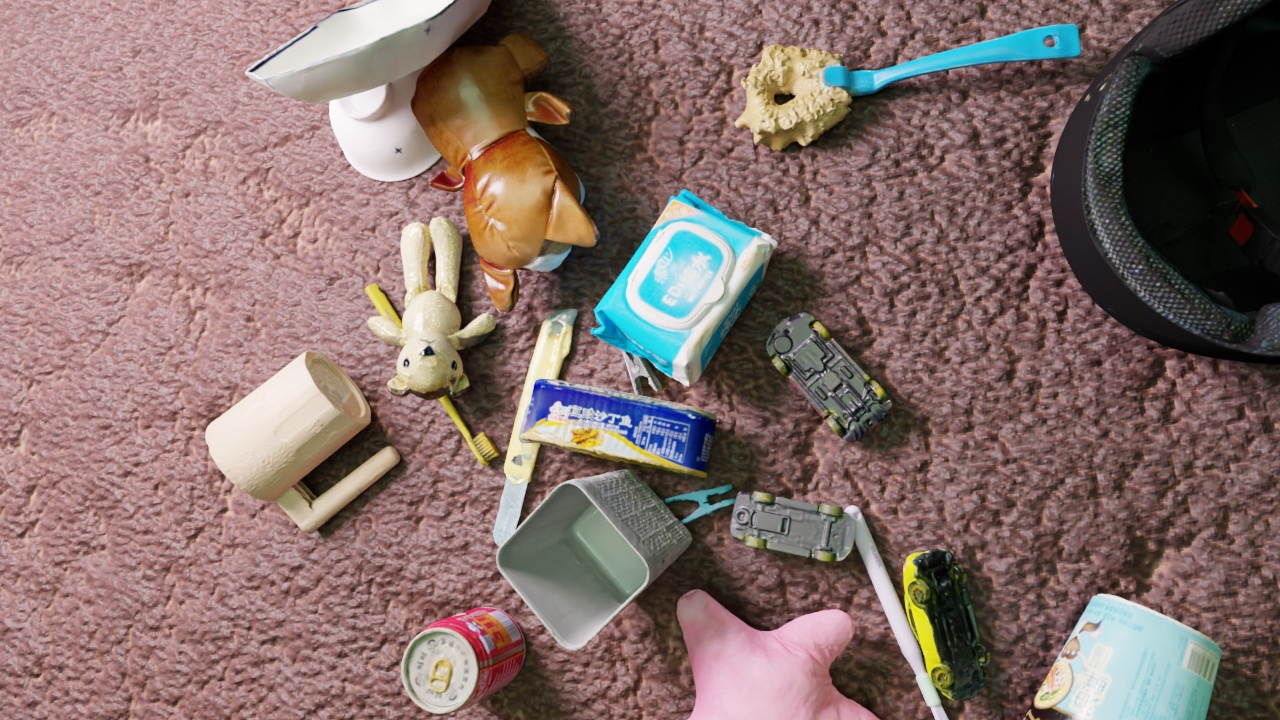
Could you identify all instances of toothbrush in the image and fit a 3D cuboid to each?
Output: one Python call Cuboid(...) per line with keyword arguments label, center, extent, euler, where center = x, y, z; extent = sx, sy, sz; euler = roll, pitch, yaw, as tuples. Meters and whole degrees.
Cuboid(label="toothbrush", center=(0.191, 0.194, 0.666), extent=(0.029, 0.021, 0.189), euler=(-18, 76, -21))
Cuboid(label="toothbrush", center=(-0.177, 0.009, 0.776), extent=(0.016, 0.015, 0.190), euler=(-37, 77, 2))

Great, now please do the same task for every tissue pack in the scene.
Cuboid(label="tissue pack", center=(0.033, -0.056, 0.698), extent=(0.090, 0.063, 0.140), euler=(31, 75, 13))

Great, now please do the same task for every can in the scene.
Cuboid(label="can", center=(-0.017, 0.052, 0.705), extent=(0.148, 0.074, 0.049), euler=(10, 82, 13))
Cuboid(label="can", center=(-0.134, 0.227, 0.699), extent=(0.066, 0.093, 0.066), euler=(-2, 83, 13))

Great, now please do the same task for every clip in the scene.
Cuboid(label="clip", center=(0.047, 0.111, 0.713), extent=(0.056, 0.014, 0.040), euler=(-21, 80, 9))
Cuboid(label="clip", center=(-0.002, 0.003, 0.732), extent=(0.033, 0.025, 0.057), euler=(-23, 83, 15))

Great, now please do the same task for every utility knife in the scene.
Cuboid(label="utility knife", center=(-0.089, 0.055, 0.754), extent=(0.031, 0.021, 0.207), euler=(13, 91, 20))

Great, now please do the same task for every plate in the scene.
Cuboid(label="plate", center=(-0.197, -0.259, 0.725), extent=(0.162, 0.265, 0.034), euler=(-10, 122, 15))

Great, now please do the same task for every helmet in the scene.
Cuboid(label="helmet", center=(0.388, -0.116, 0.553), extent=(0.275, 0.230, 0.233), euler=(-17, 89, 1))

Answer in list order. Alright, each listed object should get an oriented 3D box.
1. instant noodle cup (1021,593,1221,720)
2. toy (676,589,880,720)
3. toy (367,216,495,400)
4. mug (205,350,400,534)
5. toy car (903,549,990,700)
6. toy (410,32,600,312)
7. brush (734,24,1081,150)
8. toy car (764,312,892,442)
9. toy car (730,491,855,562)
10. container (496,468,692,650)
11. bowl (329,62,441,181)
Cuboid(label="instant noodle cup", center=(0.313, 0.222, 0.598), extent=(0.111, 0.111, 0.120), euler=(24, 81, 15))
Cuboid(label="toy", center=(0.096, 0.268, 0.655), extent=(0.178, 0.074, 0.194), euler=(11, 89, 4))
Cuboid(label="toy", center=(-0.172, -0.044, 0.756), extent=(0.105, 0.066, 0.157), euler=(0, 70, -10))
Cuboid(label="mug", center=(-0.278, 0.069, 0.766), extent=(0.103, 0.084, 0.124), euler=(-38, 101, 5))
Cuboid(label="toy car", center=(0.213, 0.187, 0.651), extent=(0.032, 0.048, 0.105), euler=(-24, 79, 55))
Cuboid(label="toy", center=(-0.102, -0.151, 0.731), extent=(0.140, 0.130, 0.199), euler=(-39, 65, 39))
Cuboid(label="brush", center=(0.195, -0.218, 0.697), extent=(0.255, 0.046, 0.083), euler=(-7, 78, 18))
Cuboid(label="toy car", center=(0.140, 0.011, 0.694), extent=(0.049, 0.031, 0.106), euler=(-42, 77, 4))
Cuboid(label="toy car", center=(0.114, 0.123, 0.684), extent=(0.090, 0.035, 0.042), euler=(9, 87, 18))
Cuboid(label="container", center=(-0.027, 0.137, 0.670), extent=(0.090, 0.114, 0.090), euler=(-47, 76, 16))
Cuboid(label="bowl", center=(-0.224, -0.221, 0.790), extent=(0.118, 0.064, 0.118), euler=(-2, 83, 12))
